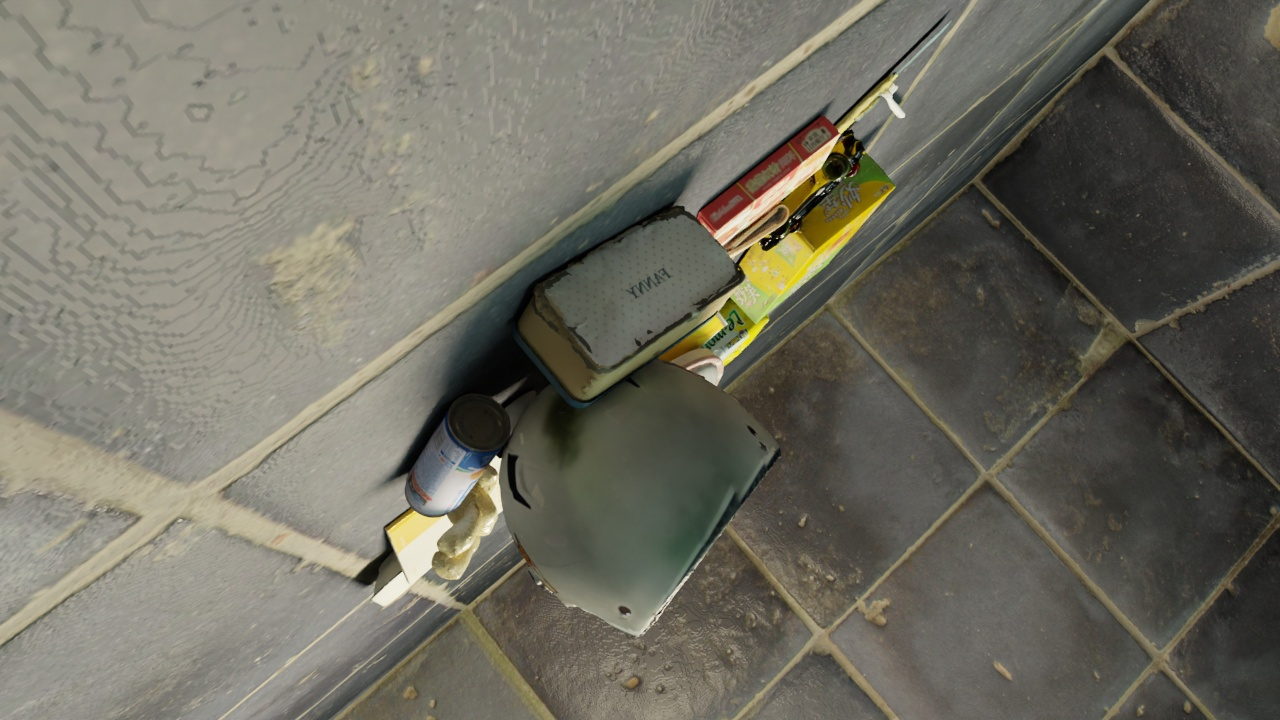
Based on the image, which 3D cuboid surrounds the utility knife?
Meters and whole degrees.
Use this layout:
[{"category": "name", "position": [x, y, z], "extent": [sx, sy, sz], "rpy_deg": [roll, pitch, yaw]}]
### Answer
[{"category": "utility knife", "position": [0.216, -0.249, 0.897], "extent": [0.216, 0.022, 0.031], "rpy_deg": [-48, 176, 18]}]

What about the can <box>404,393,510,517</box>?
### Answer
[{"category": "can", "position": [-0.157, 0.084, 0.775], "extent": [0.053, 0.053, 0.135], "rpy_deg": [-34, 169, -43]}]

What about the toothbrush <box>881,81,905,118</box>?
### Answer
[{"category": "toothbrush", "position": [0.274, -0.279, 0.987], "extent": [0.016, 0.016, 0.179], "rpy_deg": [-50, 169, 18]}]

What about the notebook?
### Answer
[{"category": "notebook", "position": [-0.191, 0.159, 1.042], "extent": [0.205, 0.010, 0.146], "rpy_deg": [-37, 154, -25]}]

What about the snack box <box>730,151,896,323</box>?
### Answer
[{"category": "snack box", "position": [0.207, -0.152, 1.153], "extent": [0.157, 0.070, 0.210], "rpy_deg": [-39, 171, -24]}]

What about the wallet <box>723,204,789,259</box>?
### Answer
[{"category": "wallet", "position": [0.092, -0.115, 0.925], "extent": [0.087, 0.024, 0.115], "rpy_deg": [-40, -173, -20]}]

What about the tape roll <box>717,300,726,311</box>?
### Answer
[{"category": "tape roll", "position": [0.087, -0.074, 1.152], "extent": [0.085, 0.014, 0.086], "rpy_deg": [-45, 164, -18]}]

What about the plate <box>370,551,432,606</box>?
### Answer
[{"category": "plate", "position": [-0.269, 0.237, 1.141], "extent": [0.163, 0.034, 0.164], "rpy_deg": [-38, 171, -19]}]

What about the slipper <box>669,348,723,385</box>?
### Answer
[{"category": "slipper", "position": [-0.019, 0.073, 0.949], "extent": [0.273, 0.054, 0.114], "rpy_deg": [-28, 148, -23]}]

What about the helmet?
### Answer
[{"category": "helmet", "position": [-0.031, 0.083, 0.756], "extent": [0.230, 0.157, 0.274], "rpy_deg": [-49, -159, -7]}]

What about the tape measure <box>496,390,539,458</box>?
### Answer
[{"category": "tape measure", "position": [-0.119, 0.060, 0.902], "extent": [0.065, 0.033, 0.066], "rpy_deg": [-38, 174, -32]}]

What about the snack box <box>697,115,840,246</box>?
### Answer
[{"category": "snack box", "position": [0.113, -0.158, 0.844], "extent": [0.152, 0.025, 0.075], "rpy_deg": [-39, 172, -11]}]

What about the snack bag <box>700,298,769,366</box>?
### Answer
[{"category": "snack bag", "position": [0.074, 0.002, 1.366], "extent": [0.245, 0.068, 0.158], "rpy_deg": [-37, 172, -25]}]

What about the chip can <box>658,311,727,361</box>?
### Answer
[{"category": "chip can", "position": [-0.006, 0.006, 0.999], "extent": [0.213, 0.072, 0.072], "rpy_deg": [-41, 172, 4]}]

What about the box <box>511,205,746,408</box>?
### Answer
[{"category": "box", "position": [-0.010, -0.041, 0.682], "extent": [0.183, 0.090, 0.062], "rpy_deg": [-33, 169, -33]}]

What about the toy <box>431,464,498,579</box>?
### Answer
[{"category": "toy", "position": [-0.168, 0.145, 0.871], "extent": [0.157, 0.066, 0.105], "rpy_deg": [-95, -165, -65]}]

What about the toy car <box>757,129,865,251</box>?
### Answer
[{"category": "toy car", "position": [0.177, -0.178, 0.976], "extent": [0.156, 0.041, 0.071], "rpy_deg": [-47, 170, 26]}]
